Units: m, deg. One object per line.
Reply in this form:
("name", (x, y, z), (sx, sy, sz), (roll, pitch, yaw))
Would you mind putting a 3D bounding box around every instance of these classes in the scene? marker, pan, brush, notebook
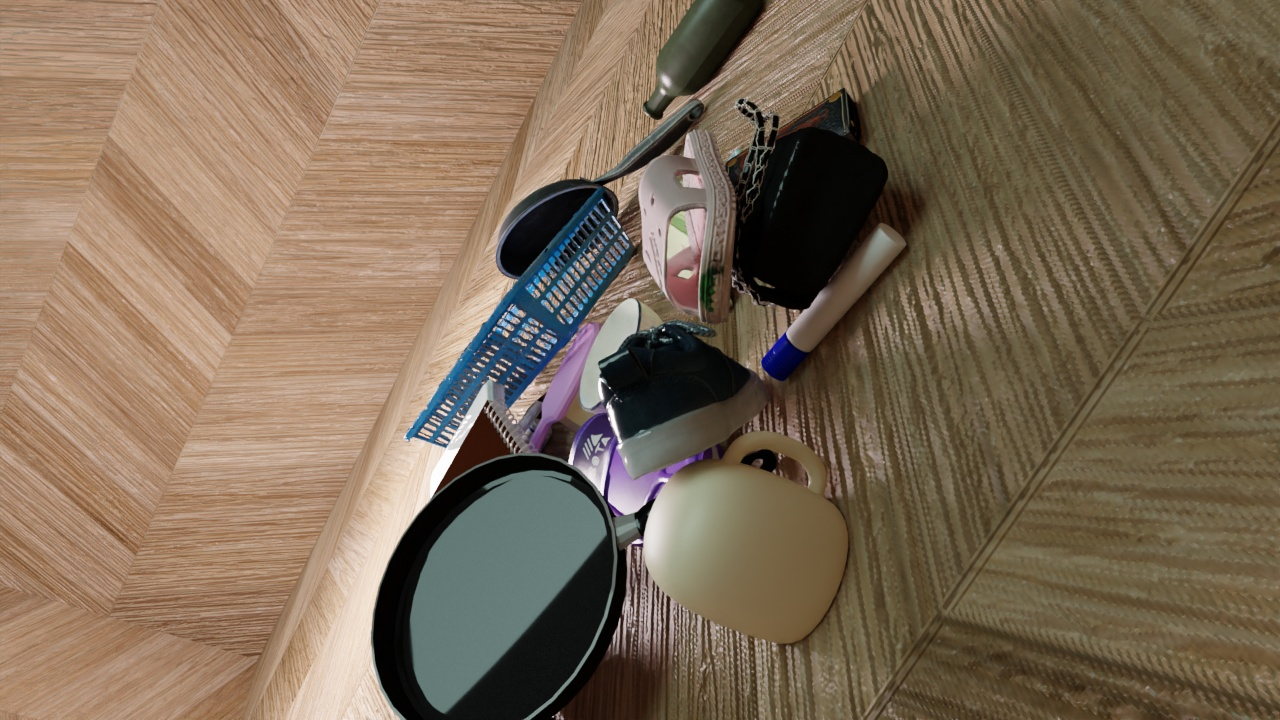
("marker", (0.133, -0.039, 0.643), (0.133, 0.023, 0.027), (-53, 15, 32))
("pan", (-0.055, 0.151, 0.695), (0.357, 0.034, 0.225), (-27, 49, 15))
("brush", (-0.089, 0.066, 1.049), (0.228, 0.043, 0.089), (-63, 18, -1))
("notebook", (-0.146, 0.167, 0.976), (0.209, 0.022, 0.172), (50, 118, 35))
("pan", (-0.056, -0.227, 1.214), (0.358, 0.187, 0.055), (-42, 67, 24))

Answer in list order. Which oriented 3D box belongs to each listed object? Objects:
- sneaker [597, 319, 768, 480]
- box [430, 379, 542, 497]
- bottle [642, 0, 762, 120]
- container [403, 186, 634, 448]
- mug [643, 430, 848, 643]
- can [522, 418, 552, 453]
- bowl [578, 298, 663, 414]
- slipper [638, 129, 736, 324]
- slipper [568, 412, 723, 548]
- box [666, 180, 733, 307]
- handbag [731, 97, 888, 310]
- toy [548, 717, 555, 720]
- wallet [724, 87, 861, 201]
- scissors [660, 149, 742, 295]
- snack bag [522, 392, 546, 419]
("sneaker", (0.026, 0.016, 0.625), (0.089, 0.087, 0.235), (-25, -2, 14))
("box", (-0.212, 0.117, 1.113), (0.216, 0.083, 0.122), (-50, 1, 30))
("bottle", (0.068, -0.390, 1.160), (0.207, 0.071, 0.071), (-47, 26, 42))
("container", (-0.150, -0.032, 1.191), (0.363, 0.089, 0.256), (-46, 9, 44))
("mug", (0.060, 0.098, 0.552), (0.120, 0.099, 0.096), (-66, 19, -2))
("can", (-0.146, 0.119, 1.164), (0.095, 0.032, 0.032), (-60, 20, 16))
("bowl", (-0.005, 0.005, 0.891), (0.118, 0.062, 0.117), (-52, 24, 34))
("slipper", (0.031, -0.103, 0.677), (0.238, 0.064, 0.094), (-90, 0, -57))
("slipper", (-0.030, 0.094, 0.815), (0.107, 0.084, 0.267), (-68, 19, -8))
("box", (0.067, -0.129, 0.885), (0.083, 0.091, 0.188), (-28, 28, -6))
("handbag", (0.093, -0.107, 0.666), (0.153, 0.114, 0.125), (-112, 45, -78))
("toy", (-0.127, 0.281, 0.775), (0.247, 0.140, 0.267), (-30, 48, 40))
("wallet", (0.125, -0.174, 0.770), (0.123, 0.019, 0.072), (-28, 32, 30))
("scissors", (0.065, -0.149, 0.963), (0.160, 0.025, 0.171), (-40, 35, 39))
("snack bag", (-0.165, 0.113, 1.215), (0.155, 0.018, 0.074), (-58, -4, 20))
